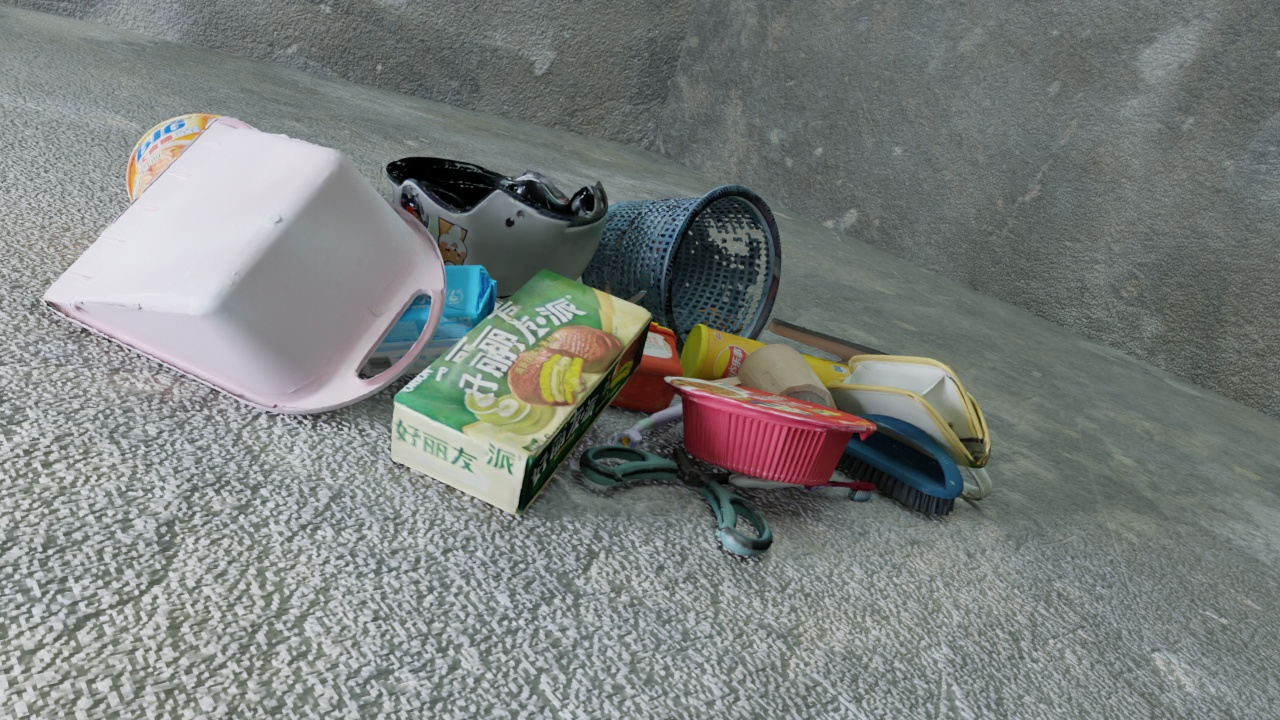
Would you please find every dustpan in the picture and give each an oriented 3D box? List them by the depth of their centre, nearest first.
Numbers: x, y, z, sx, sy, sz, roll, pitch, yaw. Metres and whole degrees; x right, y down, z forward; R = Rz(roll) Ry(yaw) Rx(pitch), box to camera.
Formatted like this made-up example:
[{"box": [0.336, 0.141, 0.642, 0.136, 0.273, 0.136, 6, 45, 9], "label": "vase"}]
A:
[{"box": [-0.302, -0.068, 0.741, 0.274, 0.222, 0.139, 14, -29, 36], "label": "dustpan"}]

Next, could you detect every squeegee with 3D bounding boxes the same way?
[{"box": [0.232, -0.001, 1.193, 0.247, 0.040, 0.250, 16, -2, -14], "label": "squeegee"}]

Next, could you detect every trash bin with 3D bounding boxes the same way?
[{"box": [0.038, -0.121, 1.181, 0.195, 0.227, 0.226, 18, 13, 42], "label": "trash bin"}]

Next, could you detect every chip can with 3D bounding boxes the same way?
[{"box": [0.155, 0.018, 1.071, 0.213, 0.072, 0.072, 15, 18, -13], "label": "chip can"}]

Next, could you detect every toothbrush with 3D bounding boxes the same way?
[{"box": [0.151, 0.116, 0.843, 0.187, 0.017, 0.016, 8, 17, -36], "label": "toothbrush"}, {"box": [0.023, 0.059, 0.899, 0.029, 0.021, 0.188, -10, 4, 25], "label": "toothbrush"}]

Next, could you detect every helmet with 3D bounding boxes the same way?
[{"box": [-0.176, -0.147, 1.099, 0.274, 0.157, 0.229, 15, 19, 26], "label": "helmet"}]

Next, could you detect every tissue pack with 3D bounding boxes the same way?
[{"box": [-0.190, -0.036, 0.786, 0.140, 0.090, 0.063, -4, 58, -4], "label": "tissue pack"}]

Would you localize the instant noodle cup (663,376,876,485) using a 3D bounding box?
[{"box": [0.110, 0.065, 0.831, 0.194, 0.066, 0.194, 13, 5, -1], "label": "instant noodle cup"}]

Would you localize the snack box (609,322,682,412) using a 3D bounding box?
[{"box": [-0.006, 0.005, 0.937, 0.091, 0.082, 0.080, 11, 29, -22], "label": "snack box"}]

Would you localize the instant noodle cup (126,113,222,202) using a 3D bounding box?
[{"box": [-0.419, -0.150, 0.894, 0.151, 0.152, 0.111, 8, 28, -29], "label": "instant noodle cup"}]

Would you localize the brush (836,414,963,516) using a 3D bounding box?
[{"box": [0.258, 0.096, 0.926, 0.144, 0.074, 0.055, 28, 33, 32], "label": "brush"}]

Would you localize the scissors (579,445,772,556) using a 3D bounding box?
[{"box": [0.025, 0.104, 0.758, 0.179, 0.019, 0.170, 15, 17, -20], "label": "scissors"}]

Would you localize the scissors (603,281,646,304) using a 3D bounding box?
[{"box": [-0.045, -0.040, 0.978, 0.157, 0.012, 0.165, -2, -29, 21], "label": "scissors"}]

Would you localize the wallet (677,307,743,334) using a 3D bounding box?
[{"box": [0.067, -0.070, 1.322, 0.119, 0.035, 0.130, 37, 25, 31], "label": "wallet"}]

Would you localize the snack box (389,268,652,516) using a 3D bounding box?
[{"box": [-0.087, 0.015, 0.743, 0.114, 0.063, 0.239, 23, 36, 12], "label": "snack box"}]

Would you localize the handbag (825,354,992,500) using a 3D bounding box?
[{"box": [0.300, 0.073, 0.976, 0.179, 0.063, 0.163, 50, -17, -18], "label": "handbag"}]

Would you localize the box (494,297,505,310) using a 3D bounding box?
[{"box": [-0.125, -0.011, 0.879, 0.184, 0.059, 0.089, 23, 29, 8], "label": "box"}]

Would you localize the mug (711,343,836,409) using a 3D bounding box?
[{"box": [0.136, 0.042, 0.983, 0.124, 0.084, 0.103, -9, 24, -5], "label": "mug"}]
